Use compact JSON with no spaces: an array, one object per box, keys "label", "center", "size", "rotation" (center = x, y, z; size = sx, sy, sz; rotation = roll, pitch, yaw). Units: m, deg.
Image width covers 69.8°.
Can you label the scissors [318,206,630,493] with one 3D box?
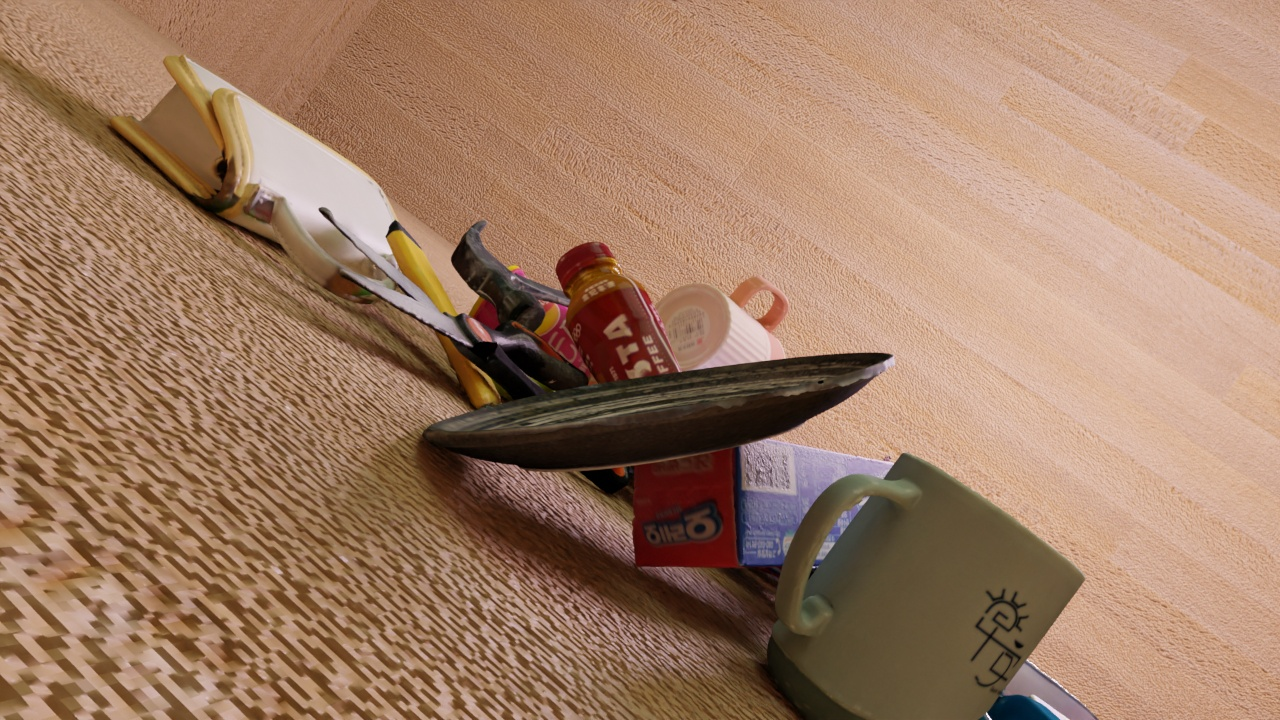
[{"label":"scissors","center":[-0.071,0.002,0.483],"size":[0.198,0.022,0.226],"rotation":[52,8,8]}]

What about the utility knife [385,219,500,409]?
[{"label":"utility knife","center":[-0.111,-0.022,0.513],"size":[0.167,0.015,0.033],"rotation":[56,5,34]}]

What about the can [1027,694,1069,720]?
[{"label":"can","center":[0.231,0.226,0.481],"size":[0.083,0.057,0.102],"rotation":[34,-1,24]}]

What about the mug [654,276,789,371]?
[{"label":"mug","center":[0.072,-0.019,0.755],"size":[0.081,0.114,0.106],"rotation":[47,8,37]}]

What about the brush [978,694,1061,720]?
[{"label":"brush","center":[0.159,0.173,0.383],"size":[0.073,0.055,0.144],"rotation":[37,1,7]}]

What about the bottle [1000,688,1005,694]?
[{"label":"bottle","center":[0.165,0.170,0.512],"size":[0.065,0.065,0.218],"rotation":[37,1,39]}]

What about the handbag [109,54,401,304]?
[{"label":"handbag","center":[-0.195,-0.090,0.541],"size":[0.179,0.063,0.163],"rotation":[41,4,23]}]

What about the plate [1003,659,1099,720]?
[{"label":"plate","center":[0.255,0.239,0.704],"size":[0.266,0.034,0.162],"rotation":[36,-13,44]}]

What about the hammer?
[{"label":"hammer","center":[-0.029,-0.043,0.768],"size":[0.126,0.032,0.322],"rotation":[47,19,32]}]

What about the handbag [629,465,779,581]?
[{"label":"handbag","center":[0.065,0.086,0.675],"size":[0.194,0.076,0.134],"rotation":[38,13,-14]}]

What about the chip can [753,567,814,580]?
[{"label":"chip can","center":[0.146,0.124,0.588],"size":[0.214,0.071,0.071],"rotation":[23,4,-15]}]

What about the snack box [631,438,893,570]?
[{"label":"snack box","center":[0.082,0.074,0.452],"size":[0.058,0.057,0.207],"rotation":[-10,-15,38]}]

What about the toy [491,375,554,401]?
[{"label":"toy","center":[-0.077,0.011,0.613],"size":[0.096,0.031,0.100],"rotation":[40,3,-30]}]

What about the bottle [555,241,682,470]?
[{"label":"bottle","center":[-0.003,0.003,0.579],"size":[0.174,0.057,0.057],"rotation":[63,12,24]}]

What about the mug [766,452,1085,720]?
[{"label":"mug","center":[0.099,0.096,0.361],"size":[0.111,0.106,0.082],"rotation":[37,1,-26]}]

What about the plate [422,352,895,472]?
[{"label":"plate","center":[0.007,0.021,0.354],"size":[0.179,0.179,0.024],"rotation":[-93,174,-87]}]

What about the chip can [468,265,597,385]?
[{"label":"chip can","center":[-0.044,0.009,0.778],"size":[0.210,0.071,0.071],"rotation":[37,1,5]}]
